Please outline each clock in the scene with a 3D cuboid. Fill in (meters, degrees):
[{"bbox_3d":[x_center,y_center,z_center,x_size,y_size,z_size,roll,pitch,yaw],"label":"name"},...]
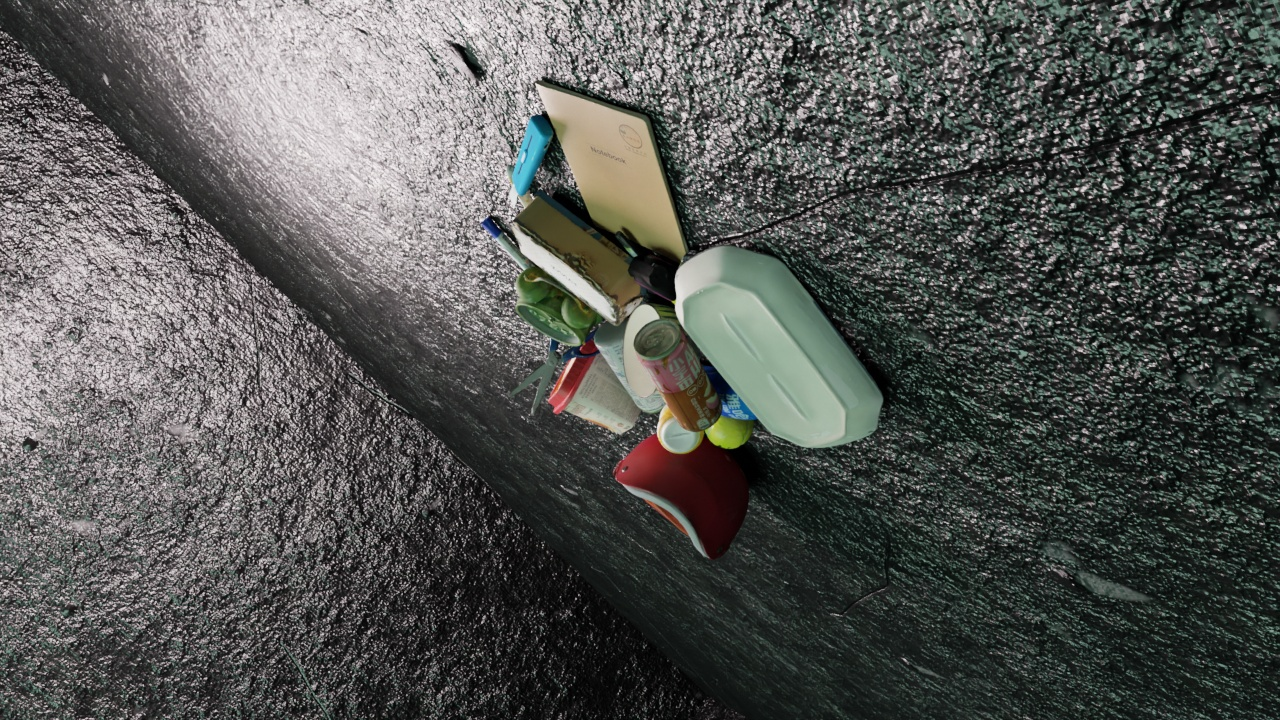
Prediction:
[{"bbox_3d":[-0.108,-0.073,1.202,0.116,0.056,0.161,27,164,4],"label":"clock"}]

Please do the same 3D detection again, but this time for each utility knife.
[{"bbox_3d":[-0.129,-0.219,1.037,0.034,0.018,0.188,63,157,8],"label":"utility knife"}]

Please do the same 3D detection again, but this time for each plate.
[{"bbox_3d":[0.135,-0.001,0.952,0.162,0.034,0.266,-22,113,48],"label":"plate"}]

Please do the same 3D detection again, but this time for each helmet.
[{"bbox_3d":[0.076,0.185,1.382,0.207,0.144,0.240,39,174,4],"label":"helmet"}]

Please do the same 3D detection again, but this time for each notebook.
[{"bbox_3d":[-0.024,-0.190,0.955,0.148,0.008,0.208,28,157,31],"label":"notebook"}]

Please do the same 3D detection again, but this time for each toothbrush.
[{"bbox_3d":[-0.132,-0.177,1.163,0.018,0.016,0.191,35,162,37],"label":"toothbrush"}]

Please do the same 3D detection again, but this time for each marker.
[{"bbox_3d":[-0.169,-0.144,1.294,0.146,0.016,0.017,47,159,-20],"label":"marker"},{"bbox_3d":[0.014,-0.103,1.052,0.124,0.015,0.018,46,163,-23],"label":"marker"}]

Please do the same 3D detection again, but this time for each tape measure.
[{"bbox_3d":[0.023,-0.094,1.015,0.057,0.039,0.057,26,-176,-39],"label":"tape measure"}]

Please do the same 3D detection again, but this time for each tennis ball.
[{"bbox_3d":[0.115,0.083,1.198,0.065,0.065,0.065,34,159,15],"label":"tennis ball"}]

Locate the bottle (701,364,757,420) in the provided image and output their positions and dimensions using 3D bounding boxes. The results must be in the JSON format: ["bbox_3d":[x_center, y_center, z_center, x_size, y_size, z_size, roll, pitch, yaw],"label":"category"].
[{"bbox_3d":[0.113,0.038,1.111,0.065,0.065,0.219,49,157,-24],"label":"bottle"}]

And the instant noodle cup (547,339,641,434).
[{"bbox_3d":[-0.058,0.045,1.373,0.124,0.116,0.116,30,161,-7],"label":"instant noodle cup"}]

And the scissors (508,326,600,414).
[{"bbox_3d":[-0.122,-0.011,1.311,0.012,0.163,0.160,56,-162,-80],"label":"scissors"}]

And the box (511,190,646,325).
[{"bbox_3d":[-0.078,-0.125,1.092,0.184,0.061,0.090,41,167,15],"label":"box"}]

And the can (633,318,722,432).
[{"bbox_3d":[0.044,0.019,1.030,0.058,0.057,0.147,23,156,39],"label":"can"}]

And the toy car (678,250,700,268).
[{"bbox_3d":[0.070,-0.076,0.994,0.049,0.031,0.106,29,150,26],"label":"toy car"}]

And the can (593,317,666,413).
[{"bbox_3d":[-0.008,0.007,1.267,0.058,0.058,0.147,19,152,44],"label":"can"}]

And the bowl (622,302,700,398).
[{"bbox_3d":[0.031,-0.011,1.119,0.066,0.116,0.117,1,177,-26],"label":"bowl"}]

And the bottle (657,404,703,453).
[{"bbox_3d":[0.057,0.081,1.249,0.063,0.063,0.108,44,-161,-10],"label":"bottle"}]
